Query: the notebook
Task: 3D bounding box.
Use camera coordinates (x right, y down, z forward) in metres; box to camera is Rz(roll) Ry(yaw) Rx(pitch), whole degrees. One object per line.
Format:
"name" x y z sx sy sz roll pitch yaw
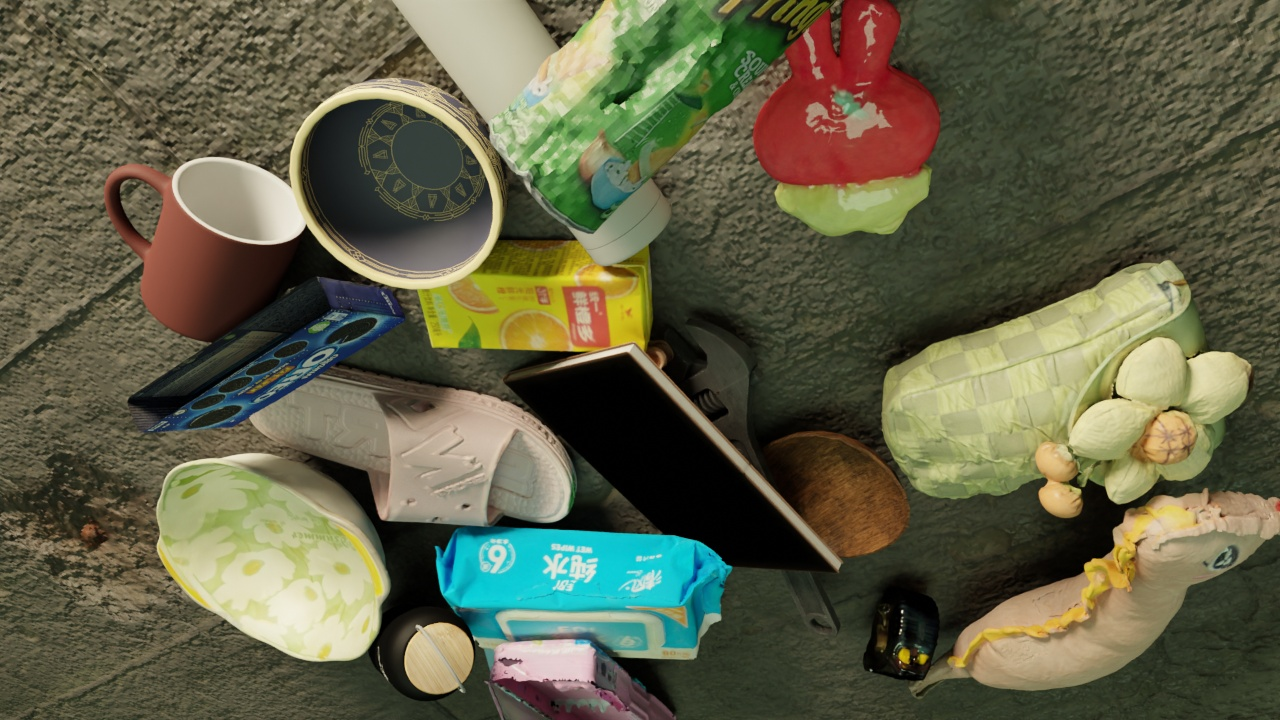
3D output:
"notebook" 0.018 0.071 0.597 0.209 0.008 0.142 46 148 -23

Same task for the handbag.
"handbag" 0.230 0.034 0.507 0.187 0.116 0.113 -22 119 21

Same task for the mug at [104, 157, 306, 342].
"mug" -0.260 -0.071 0.536 0.105 0.073 0.083 26 126 -17

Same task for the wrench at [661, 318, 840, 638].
"wrench" 0.081 0.088 0.610 0.073 0.018 0.273 -6 122 38

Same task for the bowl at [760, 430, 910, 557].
"bowl" 0.126 0.083 0.607 0.102 0.026 0.114 47 137 -7

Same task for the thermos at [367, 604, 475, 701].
"thermos" -0.157 0.208 0.660 0.061 0.061 0.232 28 159 -12

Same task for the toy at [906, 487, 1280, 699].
"toy" 0.273 0.158 0.578 0.196 0.065 0.264 -17 147 1

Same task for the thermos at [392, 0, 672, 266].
"thermos" -0.066 -0.148 0.463 0.052 0.052 0.224 -26 118 25

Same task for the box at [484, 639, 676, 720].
"box" -0.041 0.296 0.713 0.085 0.096 0.230 -7 145 15

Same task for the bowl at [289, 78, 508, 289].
"bowl" -0.123 -0.102 0.499 0.112 0.061 0.113 5 126 6

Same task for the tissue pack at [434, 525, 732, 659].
"tissue pack" -0.038 0.172 0.673 0.209 0.065 0.117 0 144 6

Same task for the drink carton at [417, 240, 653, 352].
"drink carton" -0.060 -0.039 0.549 0.135 0.042 0.059 2 130 9

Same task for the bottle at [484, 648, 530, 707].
"bottle" -0.107 0.257 0.773 0.040 0.040 0.130 1 126 9

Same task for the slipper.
"slipper" -0.160 0.064 0.626 0.239 0.064 0.094 17 127 -2

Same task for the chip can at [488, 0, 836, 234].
"chip can" 0.030 -0.152 0.398 0.223 0.075 0.075 -42 111 15

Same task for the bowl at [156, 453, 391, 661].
"bowl" -0.261 0.136 0.685 0.220 0.060 0.188 -11 116 29

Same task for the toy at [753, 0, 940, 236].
"toy" 0.102 -0.119 0.461 0.092 0.045 0.135 -7 129 18

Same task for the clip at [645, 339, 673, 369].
"clip" -0.001 0.001 0.575 0.061 0.043 0.025 -23 105 34

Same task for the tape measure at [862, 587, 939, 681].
"tape measure" 0.189 0.198 0.665 0.038 0.062 0.067 15 164 1

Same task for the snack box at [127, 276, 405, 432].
"snack box" -0.226 -0.001 0.562 0.150 0.082 0.027 -29 81 14
